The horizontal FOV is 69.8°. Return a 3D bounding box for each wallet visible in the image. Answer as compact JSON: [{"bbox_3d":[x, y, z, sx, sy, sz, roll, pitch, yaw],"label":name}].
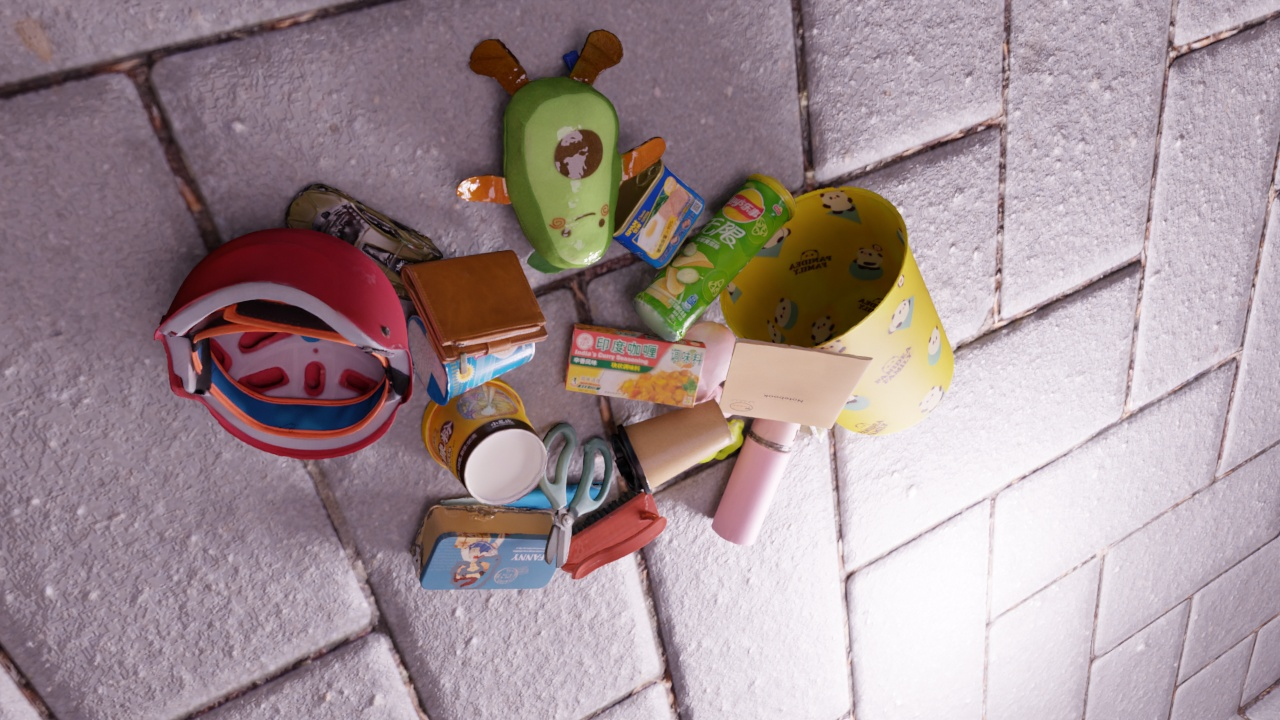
[{"bbox_3d":[-0.159,-0.052,0.917,0.130,0.035,0.119,-15,77,-43],"label":"wallet"}]

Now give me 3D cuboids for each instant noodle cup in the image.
[{"bbox_3d":[-0.176,-0.016,0.968,0.109,0.099,0.099,-22,122,-30],"label":"instant noodle cup"},{"bbox_3d":[-0.166,0.091,1.005,0.118,0.114,0.119,-13,119,-25],"label":"instant noodle cup"}]

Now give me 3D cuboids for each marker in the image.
[{"bbox_3d":[-0.047,-0.256,0.970,0.017,0.017,0.146,-33,125,-13],"label":"marker"}]

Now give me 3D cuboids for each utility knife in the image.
[{"bbox_3d":[-0.139,0.169,1.117,0.217,0.018,0.034,0,128,-30],"label":"utility knife"}]

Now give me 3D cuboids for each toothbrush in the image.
[{"bbox_3d":[0.234,0.078,1.254,0.016,0.016,0.180,-55,152,-9],"label":"toothbrush"}]

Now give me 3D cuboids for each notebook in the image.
[{"bbox_3d":[0.172,0.031,1.069,0.148,0.008,0.208,9,156,2],"label":"notebook"}]

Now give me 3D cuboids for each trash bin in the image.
[{"bbox_3d":[0.258,-0.046,1.132,0.229,0.229,0.255,-49,133,-2],"label":"trash bin"}]

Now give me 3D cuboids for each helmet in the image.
[{"bbox_3d":[-0.311,-0.025,0.843,0.207,0.143,0.241,1,144,-8],"label":"helmet"}]

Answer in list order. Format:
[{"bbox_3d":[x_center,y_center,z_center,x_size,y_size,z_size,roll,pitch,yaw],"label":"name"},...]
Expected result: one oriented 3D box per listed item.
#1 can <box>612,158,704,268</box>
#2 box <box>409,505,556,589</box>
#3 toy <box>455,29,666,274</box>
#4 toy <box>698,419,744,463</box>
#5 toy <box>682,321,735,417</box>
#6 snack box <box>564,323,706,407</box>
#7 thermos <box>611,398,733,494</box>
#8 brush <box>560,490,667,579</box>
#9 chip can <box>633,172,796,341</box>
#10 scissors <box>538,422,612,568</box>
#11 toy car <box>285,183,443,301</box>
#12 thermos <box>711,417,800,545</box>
[{"bbox_3d":[0.012,-0.164,1.024,0.083,0.057,0.102,33,94,-40],"label":"can"},{"bbox_3d":[-0.173,0.223,1.089,0.184,0.061,0.090,8,122,-31],"label":"box"},{"bbox_3d":[-0.079,-0.203,0.932,0.226,0.090,0.247,-14,115,-14],"label":"toy"},{"bbox_3d":[0.094,0.108,1.213,0.100,0.031,0.097,-23,141,-15],"label":"toy"},{"bbox_3d":[0.082,0.016,1.151,0.121,0.054,0.159,-46,130,8],"label":"toy"},{"bbox_3d":[-0.006,0.006,1.076,0.155,0.027,0.077,8,110,-8],"label":"snack box"},{"bbox_3d":[0.037,0.102,1.130,0.143,0.093,0.093,-23,123,-5],"label":"thermos"},{"bbox_3d":[-0.039,0.227,1.172,0.145,0.069,0.063,-29,123,-16],"label":"brush"},{"bbox_3d":[0.085,-0.118,1.062,0.221,0.073,0.072,-47,127,-12],"label":"chip can"},{"bbox_3d":[-0.095,0.158,1.088,0.143,0.019,0.179,40,58,-32],"label":"scissors"},{"bbox_3d":[-0.268,-0.112,0.895,0.158,0.042,0.070,27,97,-34],"label":"toy car"},{"bbox_3d":[0.165,0.152,1.266,0.087,0.067,0.199,-7,119,-63],"label":"thermos"}]
